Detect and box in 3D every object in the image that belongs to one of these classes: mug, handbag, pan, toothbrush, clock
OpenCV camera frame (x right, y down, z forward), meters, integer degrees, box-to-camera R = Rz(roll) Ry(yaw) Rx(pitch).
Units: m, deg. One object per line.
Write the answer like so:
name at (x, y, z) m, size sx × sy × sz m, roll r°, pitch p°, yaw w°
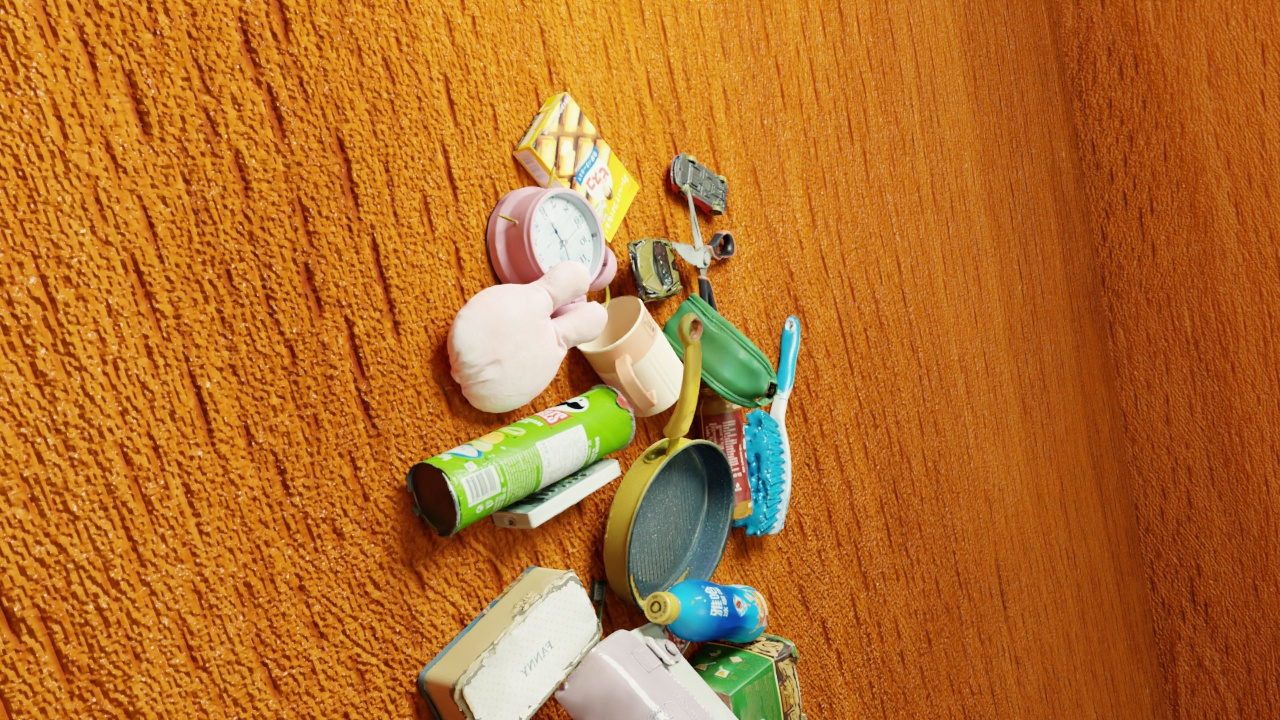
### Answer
mug at (-0.006, 0.006, 0.961) m, size 0.106 × 0.082 × 0.114 m, roll 54°, pitch 13°, yaw -33°
handbag at (0.031, 0.348, 0.855) m, size 0.098 × 0.197 × 0.144 m, roll -51°, pitch 158°, yaw 12°
pan at (0.040, 0.111, 0.956) m, size 0.197 × 0.078 × 0.358 m, roll -33°, pitch 126°, yaw -44°
toothbrush at (-0.051, 0.321, 0.945) m, size 0.017 × 0.012 × 0.185 m, roll 16°, pitch 74°, yaw -46°
handbag at (0.092, -0.010, 1.035) m, size 0.068 × 0.131 × 0.120 m, roll -52°, pitch 142°, yaw 8°
clock at (-0.081, -0.102, 0.917) m, size 0.117 × 0.060 × 0.158 m, roll -53°, pitch 126°, yaw -37°

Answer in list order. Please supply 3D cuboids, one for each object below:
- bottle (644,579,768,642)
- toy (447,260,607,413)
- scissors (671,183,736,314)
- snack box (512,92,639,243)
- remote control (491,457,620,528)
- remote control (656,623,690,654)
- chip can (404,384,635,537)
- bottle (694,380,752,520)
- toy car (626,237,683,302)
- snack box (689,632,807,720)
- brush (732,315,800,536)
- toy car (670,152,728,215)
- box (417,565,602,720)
bottle at (0.069, 0.268, 0.979) m, size 0.218 × 0.065 × 0.065 m, roll 27°, pitch 65°, yaw -57°
toy at (-0.105, -0.023, 0.856) m, size 0.159 × 0.054 × 0.121 m, roll -33°, pitch 124°, yaw -17°
scissors at (0.079, -0.109, 1.099) m, size 0.222 × 0.015 × 0.189 m, roll -7°, pitch 98°, yaw -65°
snack box at (-0.065, -0.199, 0.966) m, size 0.140 × 0.034 × 0.086 m, roll 50°, pitch 52°, yaw -36°
remote control at (-0.080, 0.128, 0.898) m, size 0.134 × 0.056 × 0.019 m, roll -26°, pitch 105°, yaw -46°
remote control at (0.022, 0.324, 1.021) m, size 0.135 × 0.020 × 0.056 m, roll -47°, pitch 119°, yaw -40°
chip can at (-0.104, 0.089, 0.861) m, size 0.235 × 0.072 × 0.072 m, roll -23°, pitch 103°, yaw -47°
bottle at (0.098, 0.103, 1.103) m, size 0.057 × 0.058 × 0.175 m, roll -8°, pitch 92°, yaw -49°
toy car at (0.017, -0.100, 1.009) m, size 0.158 × 0.042 × 0.070 m, roll -33°, pitch 110°, yaw -75°
snack box at (0.110, 0.386, 1.047) m, size 0.105 × 0.118 × 0.118 m, roll -20°, pitch 103°, yaw -44°
brush at (0.171, 0.076, 1.199) m, size 0.109 × 0.061 × 0.314 m, roll 24°, pitch 66°, yaw -51°
toy car at (0.070, -0.215, 1.122) m, size 0.106 × 0.031 × 0.049 m, roll 21°, pitch 70°, yaw -47°
box at (-0.118, 0.273, 0.838) m, size 0.183 × 0.062 × 0.090 m, roll -36°, pitch 113°, yaw -42°
